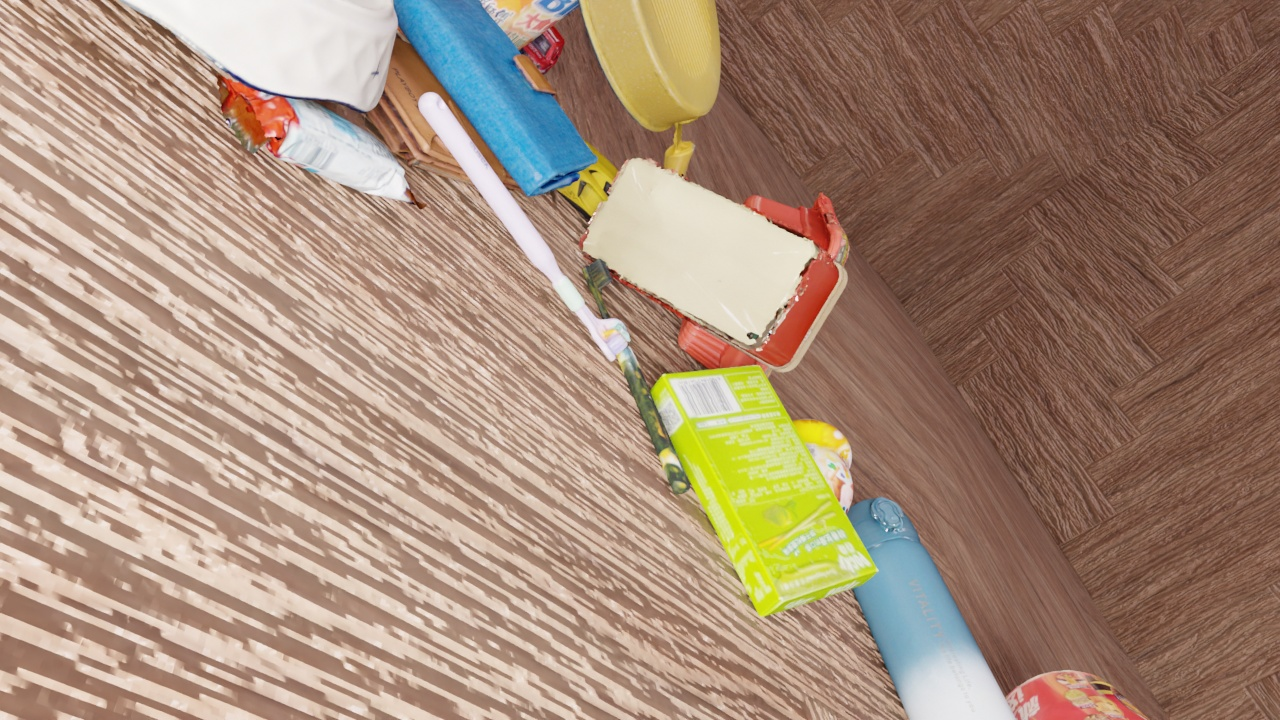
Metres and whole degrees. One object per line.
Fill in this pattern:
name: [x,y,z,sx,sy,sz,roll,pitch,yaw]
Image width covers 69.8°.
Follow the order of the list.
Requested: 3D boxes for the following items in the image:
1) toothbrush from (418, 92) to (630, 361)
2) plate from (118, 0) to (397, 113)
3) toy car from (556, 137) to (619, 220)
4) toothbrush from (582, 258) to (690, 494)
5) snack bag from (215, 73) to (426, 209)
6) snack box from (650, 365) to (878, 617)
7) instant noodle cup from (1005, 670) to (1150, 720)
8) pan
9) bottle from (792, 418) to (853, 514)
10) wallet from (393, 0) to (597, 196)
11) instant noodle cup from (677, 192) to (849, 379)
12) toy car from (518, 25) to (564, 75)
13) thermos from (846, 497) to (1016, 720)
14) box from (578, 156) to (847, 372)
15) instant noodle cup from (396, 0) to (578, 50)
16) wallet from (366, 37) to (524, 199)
toothbrush: [-0.062,-0.072,0.519,0.189,0.021,0.029,52,39,-32]
plate: [-0.189,-0.191,0.390,0.205,0.046,0.204,38,19,-16]
toy car: [-0.035,-0.132,0.709,0.156,0.041,0.071,44,20,-29]
toothbrush: [-0.003,0.003,0.572,0.012,0.017,0.185,35,25,-50]
snack bag: [-0.138,-0.096,0.409,0.045,0.026,0.105,46,13,25]
snack box: [0.073,0.074,0.563,0.085,0.026,0.156,-6,56,-37]
instant noodle cup: [0.319,0.299,0.655,0.138,0.138,0.108,48,10,-14]
pan: [0.018,-0.205,0.719,0.197,0.078,0.358,-66,141,-49]
bottle: [0.114,0.092,0.628,0.063,0.063,0.108,45,34,-24]
wallet: [-0.084,-0.162,0.555,0.133,0.040,0.106,53,20,-6]
instant noodle cup: [0.091,-0.058,0.728,0.079,0.165,0.188,28,20,-2]
toy car: [-0.099,-0.285,0.831,0.053,0.045,0.120,46,21,-16]
thermos: [0.196,0.193,0.636,0.070,0.070,0.220,39,23,-37]
box: [0.043,-0.071,0.619,0.168,0.091,0.078,32,3,32]
instant noodle cup: [-0.122,-0.279,0.649,0.151,0.112,0.151,45,20,-22]
wallet: [-0.120,-0.146,0.547,0.108,0.031,0.131,56,20,13]
